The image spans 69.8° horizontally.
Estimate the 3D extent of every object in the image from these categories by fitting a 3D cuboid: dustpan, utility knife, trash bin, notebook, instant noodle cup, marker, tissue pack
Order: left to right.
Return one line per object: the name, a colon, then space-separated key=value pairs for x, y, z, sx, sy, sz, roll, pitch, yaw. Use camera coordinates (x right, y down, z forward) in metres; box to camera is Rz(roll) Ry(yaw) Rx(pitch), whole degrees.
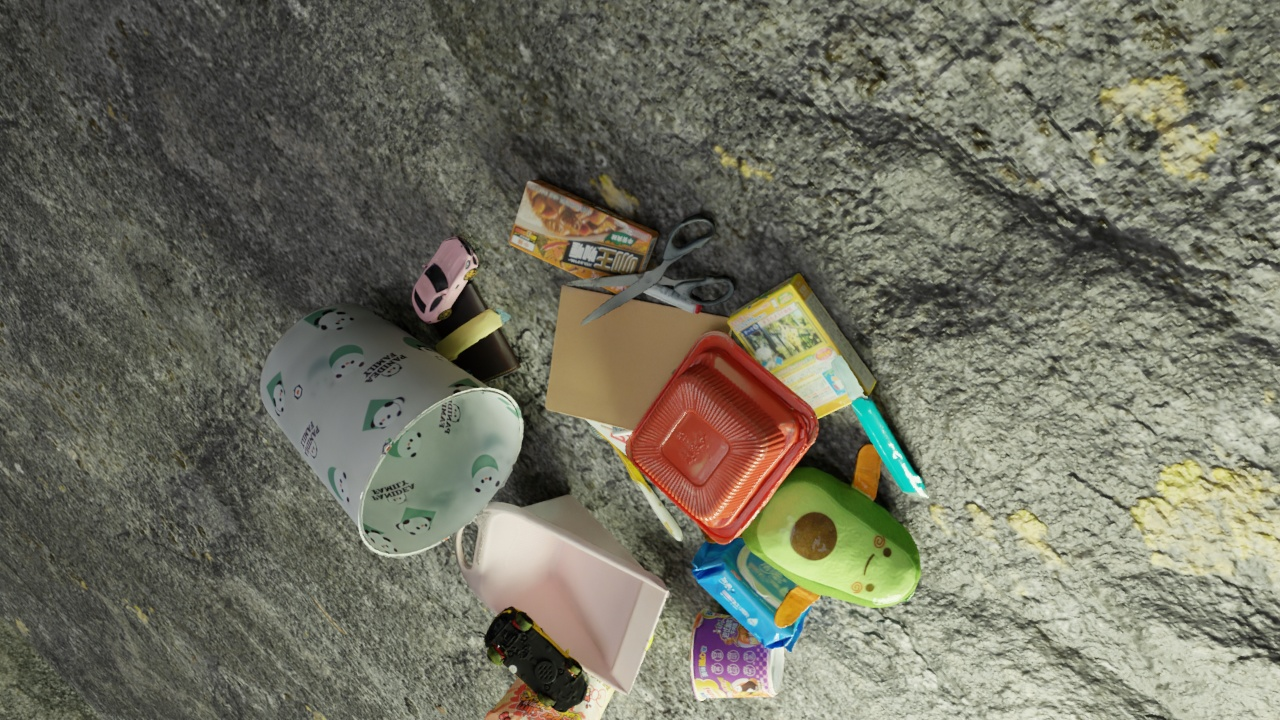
trash bin: x=-0.310 y=0.069 z=1.103 sx=0.252 sy=0.228 sz=0.230 roll=35 pitch=130 yaw=29
utility knife: x=-0.208 y=-0.029 z=1.110 sx=0.165 sy=0.018 sz=0.031 roll=-24 pitch=105 yaw=48
dustpan: x=-0.115 y=0.295 z=1.166 sx=0.273 sy=0.138 sz=0.223 roll=44 pitch=134 yaw=37
notebook: x=-0.006 y=0.006 z=1.019 sx=0.208 sy=0.008 sz=0.148 roll=12 pitch=100 yaw=23
marker: x=-0.001 y=-0.083 z=0.991 sx=0.145 sy=0.017 sz=0.017 roll=24 pitch=126 yaw=15
instant noodle cup: x=0.072 y=0.082 z=0.944 sx=0.164 sy=0.079 sz=0.189 roll=40 pitch=112 yaw=19
instant noodle cup: x=0.122 y=0.367 z=1.134 sx=0.099 sy=0.111 sz=0.112 roll=-1 pitch=117 yaw=22
tissue pack: x=0.133 y=0.257 z=1.067 sx=0.157 sy=0.094 sz=0.052 roll=43 pitch=128 yaw=3
utility knife: x=0.241 y=0.070 z=0.923 sx=0.029 sy=0.013 sz=0.205 roll=-13 pitch=125 yaw=38

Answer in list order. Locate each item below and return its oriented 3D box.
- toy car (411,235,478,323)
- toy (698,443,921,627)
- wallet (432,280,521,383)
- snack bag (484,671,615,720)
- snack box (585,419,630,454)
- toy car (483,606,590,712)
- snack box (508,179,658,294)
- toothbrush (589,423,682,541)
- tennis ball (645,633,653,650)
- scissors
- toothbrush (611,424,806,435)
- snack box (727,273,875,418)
toy car: x=-0.237 y=-0.095 z=1.090 sx=0.056 sy=0.037 sz=0.123 roll=53 pitch=125 yaw=18
toy: x=0.192 y=0.186 z=0.986 sx=0.247 sy=0.089 sz=0.227 roll=26 pitch=106 yaw=5
wallet: x=-0.210 y=-0.030 z=1.138 sx=0.097 sy=0.020 sz=0.122 roll=-19 pitch=104 yaw=36
snack bag: x=-0.101 y=0.441 z=1.232 sx=0.128 sy=0.207 sz=0.073 roll=32 pitch=133 yaw=10
snack box: x=0.006 y=0.081 z=1.077 sx=0.157 sy=0.026 sz=0.085 roll=40 pitch=128 yaw=2
toy car: x=-0.134 y=0.388 z=1.186 sx=0.156 sy=0.041 sz=0.071 roll=40 pitch=91 yaw=6
snack box: x=-0.062 y=-0.130 z=0.979 sx=0.154 sy=0.026 sz=0.075 roll=26 pitch=111 yaw=14
toothbrush: x=-0.005 y=0.147 z=1.129 sx=0.018 sy=0.016 sz=0.191 roll=-25 pitch=103 yaw=48
tennis ball: x=-0.015 y=0.365 z=1.229 sx=0.065 sy=0.065 sz=0.066 roll=14 pitch=123 yaw=22
scissors: x=0.016 y=-0.086 z=0.947 sx=0.159 sy=0.014 sz=0.175 roll=27 pitch=112 yaw=-6
toothbrush: x=0.071 y=0.075 z=1.014 sx=0.221 sy=0.026 sz=0.026 roll=-3 pitch=80 yaw=20
snack box: x=0.163 y=-0.009 z=0.934 sx=0.087 sy=0.033 sz=0.140 roll=-32 pitch=101 yaw=38
